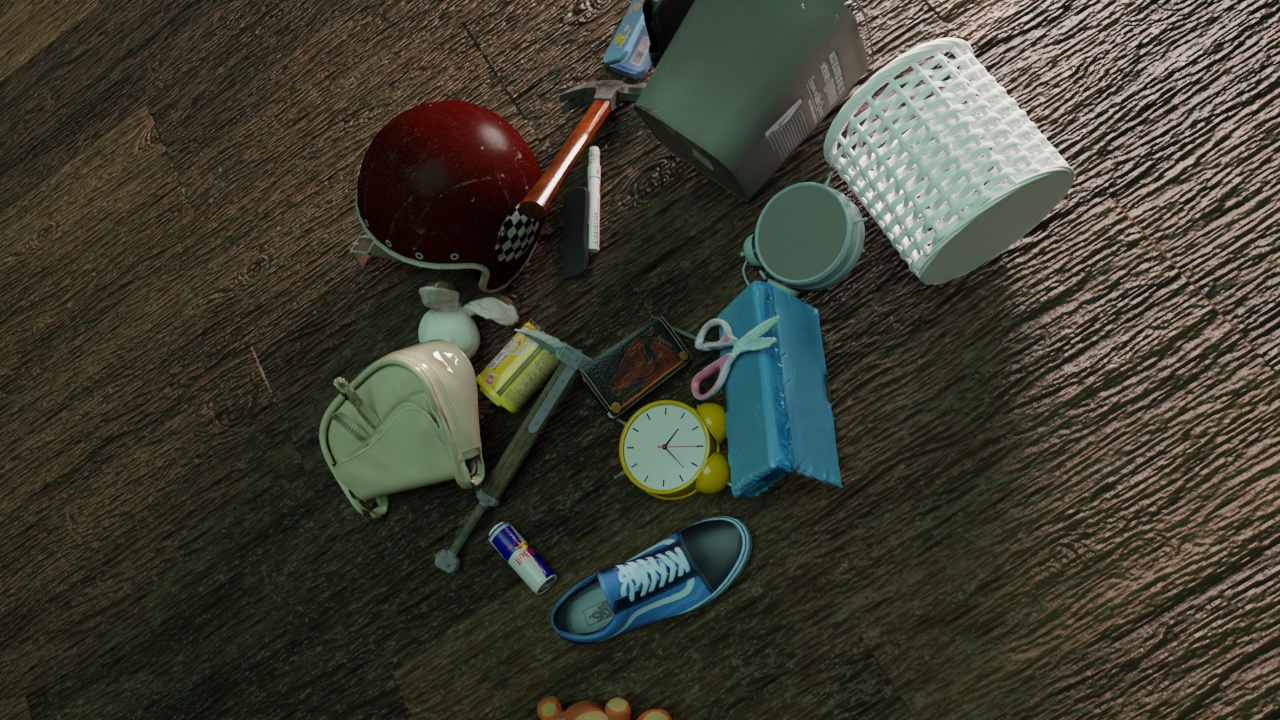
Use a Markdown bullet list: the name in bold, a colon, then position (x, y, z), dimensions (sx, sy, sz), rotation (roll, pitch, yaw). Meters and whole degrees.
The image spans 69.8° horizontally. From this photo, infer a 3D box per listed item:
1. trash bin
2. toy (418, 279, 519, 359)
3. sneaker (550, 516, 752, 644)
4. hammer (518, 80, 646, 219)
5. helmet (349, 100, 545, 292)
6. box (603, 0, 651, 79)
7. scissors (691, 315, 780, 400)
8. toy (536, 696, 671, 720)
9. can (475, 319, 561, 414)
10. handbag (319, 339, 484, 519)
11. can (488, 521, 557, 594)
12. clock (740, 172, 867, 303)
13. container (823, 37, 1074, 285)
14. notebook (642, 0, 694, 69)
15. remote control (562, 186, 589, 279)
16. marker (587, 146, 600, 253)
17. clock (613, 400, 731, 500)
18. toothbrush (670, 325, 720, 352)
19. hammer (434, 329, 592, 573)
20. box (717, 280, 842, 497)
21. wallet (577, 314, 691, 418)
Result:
- **trash bin**: position (0.127, -0.333, 1.087), dimensions (0.197, 0.197, 0.220), rotation (38, 94, 21)
- **toy**: position (-0.244, -0.003, 1.168), dimensions (0.106, 0.131, 0.205), rotation (39, 114, 63)
- **sneaker**: position (0.010, 0.245, 1.004), dimensions (0.241, 0.098, 0.083), rotation (-29, 69, 7)
- **hammer**: position (-0.079, -0.266, 1.125), dimensions (0.111, 0.028, 0.299), rotation (8, 44, 16)
- **helmet**: position (-0.240, -0.198, 1.148), dimensions (0.233, 0.254, 0.233), rotation (-43, 67, -15)
- **box**: position (0.013, -0.484, 1.225), dimensions (0.069, 0.064, 0.210), rotation (25, 83, 24)
- **scissors**: position (0.105, -0.029, 1.019), dimensions (0.016, 0.180, 0.108), rotation (15, 59, -22)
- **toy**: position (-0.048, 0.419, 0.983), dimensions (0.176, 0.096, 0.112), rotation (-6, 74, 26)
- **can**: position (-0.147, 0.009, 1.133), dimensions (0.067, 0.067, 0.105), rotation (42, 89, 22)
- **handbag**: position (-0.296, 0.093, 1.075), dimensions (0.230, 0.131, 0.184), rotation (-19, 96, 36)
- **can**: position (-0.141, 0.233, 1.087), dimensions (0.032, 0.032, 0.095), rotation (-47, 68, 0)
- **clock**: position (0.185, -0.137, 1.071), dimensions (0.160, 0.045, 0.122), rotation (-41, 65, 23)
- **container**: position (0.327, -0.210, 0.988), dimensions (0.189, 0.189, 0.186), rotation (-33, 70, 6)
- **notebook**: position (0.064, -0.430, 1.116), dimensions (0.029, 0.209, 0.169), rotation (34, 85, 14)
- **remote control**: position (-0.083, -0.166, 1.185), dimensions (0.047, 0.009, 0.124), rotation (-15, 68, 43)
- **marker**: position (-0.061, -0.211, 1.195), dimensions (0.017, 0.017, 0.145), rotation (-4, 74, 15)
- **clock**: position (0.046, 0.102, 1.060), dimensions (0.152, 0.052, 0.113), rotation (-3, 74, 20)
- **toothbrush**: position (0.091, -0.014, 1.098), dimensions (0.167, 0.013, 0.013), rotation (24, 75, 21)
- **hammer**: position (-0.160, 0.118, 1.105), dimensions (0.147, 0.028, 0.317), rotation (32, 93, -13)
- **box**: position (0.158, 0.037, 1.024), dimensions (0.110, 0.094, 0.231), rotation (12, 58, -23)
- **wallet**: position (-0.006, 0.006, 1.089), dimensions (0.123, 0.019, 0.072), rotation (-36, 90, -15)
